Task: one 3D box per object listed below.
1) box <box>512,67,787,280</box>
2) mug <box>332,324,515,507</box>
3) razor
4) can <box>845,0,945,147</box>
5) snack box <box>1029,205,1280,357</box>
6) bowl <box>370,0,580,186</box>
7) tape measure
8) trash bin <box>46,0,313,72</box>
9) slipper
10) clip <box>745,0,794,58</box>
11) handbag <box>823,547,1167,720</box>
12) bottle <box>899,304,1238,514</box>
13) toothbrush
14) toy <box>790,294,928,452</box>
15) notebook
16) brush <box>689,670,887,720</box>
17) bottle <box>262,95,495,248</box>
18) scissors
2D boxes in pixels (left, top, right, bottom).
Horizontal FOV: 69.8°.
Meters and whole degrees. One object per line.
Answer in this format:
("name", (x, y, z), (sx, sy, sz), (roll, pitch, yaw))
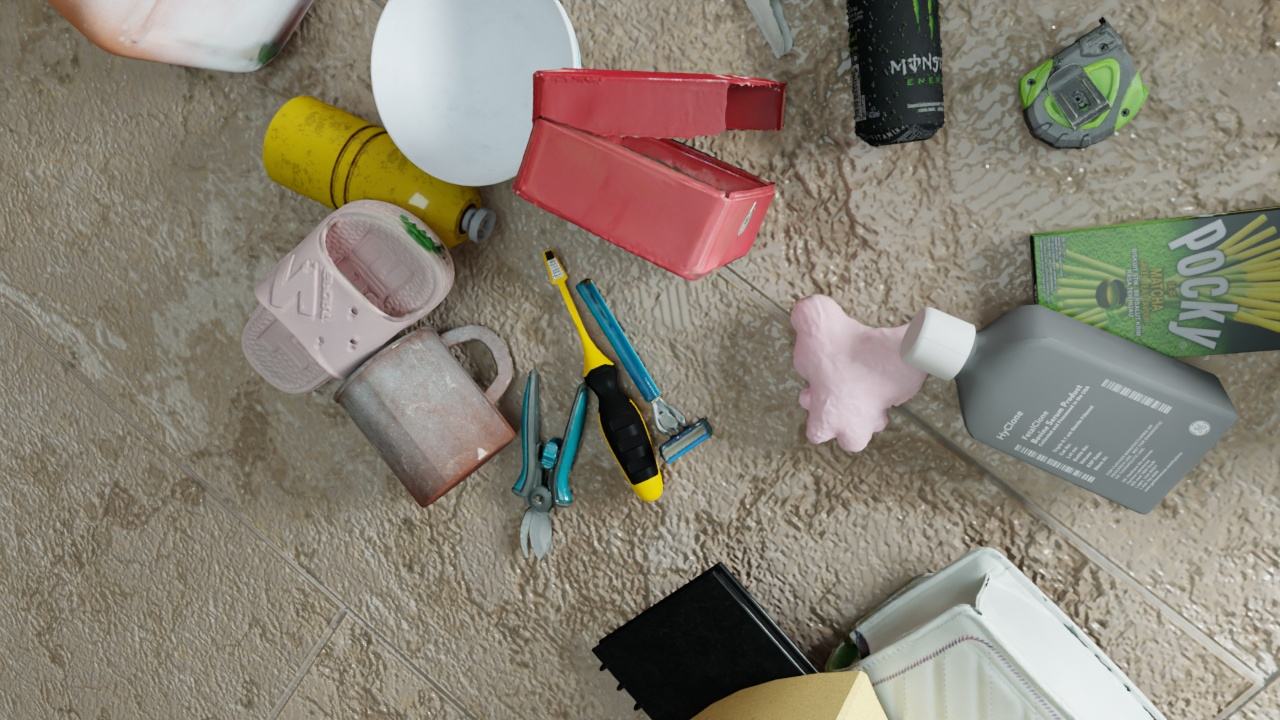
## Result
("box", (0.011, -0.117, 0.557), (0.136, 0.157, 0.117), (13, 109, 16))
("mug", (-0.144, 0.032, 0.679), (0.123, 0.096, 0.110), (-38, 94, -9))
("razor", (-0.004, 0.004, 0.658), (0.042, 0.022, 0.144), (-31, 86, -17))
("can", (0.151, -0.200, 0.548), (0.054, 0.053, 0.138), (-3, 100, 18))
("snack box", (0.314, -0.043, 0.544), (0.148, 0.025, 0.080), (-5, 100, 18))
("bowl", (-0.098, -0.191, 0.617), (0.144, 0.074, 0.144), (4, 102, 17))
("tape measure", (0.256, -0.154, 0.534), (0.066, 0.035, 0.058), (-37, 89, 20))
("trash bin", (-0.285, -0.330, 0.594), (0.157, 0.181, 0.260), (45, 109, 3))
("slipper", (-0.230, -0.032, 0.661), (0.240, 0.064, 0.094), (-30, 107, 38))
("clip", (0.085, -0.250, 0.579), (0.054, 0.040, 0.101), (-28, 93, 40))
("handbag", (0.236, 0.234, 0.591), (0.198, 0.095, 0.142), (46, 127, 3))
("bottle", (0.240, 0.017, 0.542), (0.174, 0.046, 0.084), (23, 125, 1))
("toothbrush", (-0.029, 0.010, 0.663), (0.031, 0.031, 0.196), (-23, 89, -5))
("toy", (0.138, 0.012, 0.595), (0.099, 0.052, 0.096), (16, 98, 9))
("notebook", (0.082, 0.266, 0.654), (0.231, 0.019, 0.170), (48, 131, 3))
("brush", (0.128, 0.337, 0.597), (0.250, 0.075, 0.196), (51, 130, 1))
("bottle", (-0.181, -0.126, 0.659), (0.164, 0.071, 0.071), (25, 107, 11))
("scissors", (-0.068, 0.077, 0.692), (0.151, 0.019, 0.130), (-35, 89, 20))
